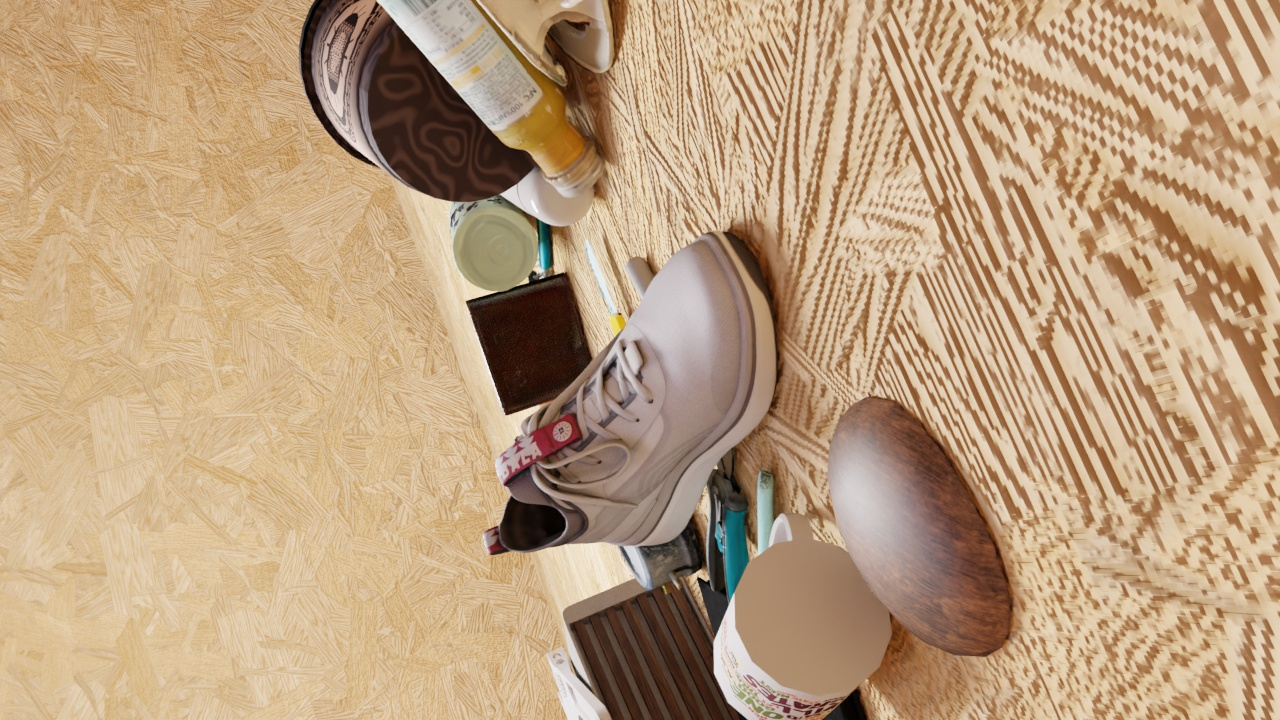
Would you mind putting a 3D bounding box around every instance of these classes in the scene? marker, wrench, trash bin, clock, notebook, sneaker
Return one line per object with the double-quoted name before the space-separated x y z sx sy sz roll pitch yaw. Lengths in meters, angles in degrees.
"marker" 0.024 -0.010 0.587 0.016 0.016 0.140 97 150 -61
"wrench" -0.048 0.311 0.810 0.274 0.018 0.086 146 104 -74
"trash bin" 0.026 0.322 0.820 0.115 0.114 0.228 90 155 -54
"clock" 0.004 0.131 0.764 0.129 0.052 0.090 63 165 13
"notebook" 0.105 0.251 0.629 0.232 0.019 0.169 177 75 -75
"sneaker" -0.014 0.032 0.521 0.096 0.128 0.264 60 146 29

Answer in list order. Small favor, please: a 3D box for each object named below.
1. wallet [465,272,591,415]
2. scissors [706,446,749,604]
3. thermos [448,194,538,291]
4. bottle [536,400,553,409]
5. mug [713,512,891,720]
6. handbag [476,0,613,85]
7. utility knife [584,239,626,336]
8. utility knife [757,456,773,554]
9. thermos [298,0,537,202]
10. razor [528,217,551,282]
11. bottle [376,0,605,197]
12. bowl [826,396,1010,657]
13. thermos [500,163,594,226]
"wallet" -0.103 -0.015 0.881 0.031 0.099 0.120 -127 22 -69
"scissors" 0.058 0.110 0.605 0.132 0.019 0.148 117 138 -64
"thermos" -0.148 -0.135 0.906 0.231 0.082 0.082 -123 18 -68
"bottle" -0.091 0.032 0.976 0.059 0.059 0.167 -124 20 -45
"mug" 0.080 0.130 0.478 0.090 0.073 0.105 94 178 -58
"handbag" -0.073 -0.255 0.517 0.200 0.093 0.199 63 -176 27
"utility knife" -0.004 0.004 0.704 0.206 0.018 0.030 65 160 -1
"utility knife" 0.076 0.101 0.549 0.022 0.015 0.120 -77 -15 -50
"thermos" -0.162 -0.212 0.700 0.226 0.172 0.173 45 151 55
"razor" -0.096 -0.109 0.893 0.144 0.022 0.042 106 157 -59
"bottle" -0.090 -0.180 0.578 0.186 0.053 0.053 46 -178 -37
"bowl" 0.104 0.073 0.382 0.102 0.026 0.114 106 142 -66
"thermos" -0.092 -0.152 0.751 0.224 0.052 0.052 -139 32 -62
